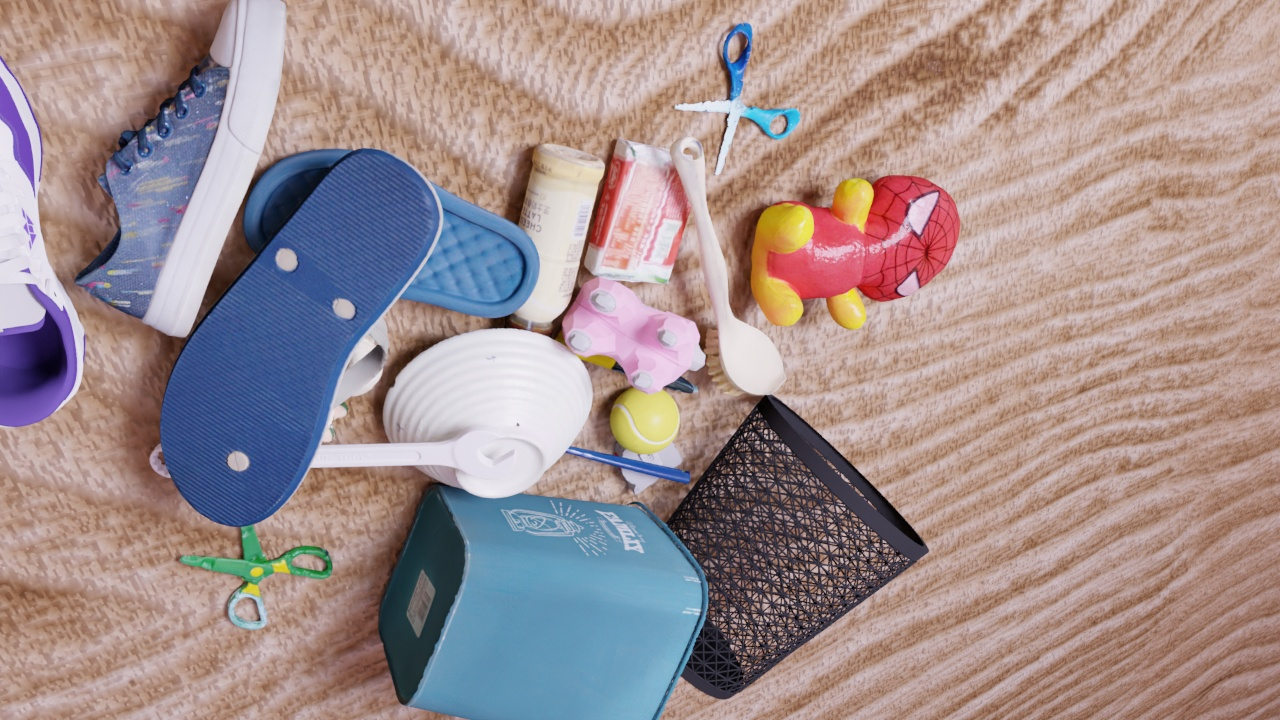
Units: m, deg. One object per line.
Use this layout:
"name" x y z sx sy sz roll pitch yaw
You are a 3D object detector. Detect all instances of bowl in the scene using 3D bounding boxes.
"bowl" -0.119 0.063 0.757 0.177 0.070 0.178 -10 134 -11

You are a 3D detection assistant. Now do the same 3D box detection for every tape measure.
"tape measure" 0.006 0.096 0.913 0.060 0.020 0.062 -35 128 -9

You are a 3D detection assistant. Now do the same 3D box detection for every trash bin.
"trash bin" -0.097 0.221 0.821 0.218 0.196 0.199 18 100 -30
"trash bin" 0.121 0.195 0.926 0.243 0.217 0.217 -47 129 9

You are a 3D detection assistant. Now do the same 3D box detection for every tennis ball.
"tennis ball" 0.004 0.055 0.860 0.065 0.065 0.065 -14 122 -23

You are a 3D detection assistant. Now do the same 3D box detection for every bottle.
"bottle" -0.075 -0.089 0.740 0.056 0.056 0.162 3 114 -32

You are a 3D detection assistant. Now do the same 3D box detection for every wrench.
"wrench" -0.232 0.073 0.699 0.273 0.009 0.047 -1 121 -3

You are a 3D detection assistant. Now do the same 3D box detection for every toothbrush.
"toothbrush" -0.034 0.089 0.870 0.189 0.016 0.017 18 102 -26

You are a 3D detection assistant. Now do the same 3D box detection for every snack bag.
"snack bag" 0.003 -0.124 0.778 0.077 0.036 0.116 4 114 -31

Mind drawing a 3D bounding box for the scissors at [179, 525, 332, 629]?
"scissors" -0.326 0.182 0.775 0.125 0.011 0.128 19 105 -37

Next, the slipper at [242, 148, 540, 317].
"slipper" -0.174 -0.087 0.666 0.213 0.059 0.104 14 106 -20

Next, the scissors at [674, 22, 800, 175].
"scissors" 0.085 -0.223 0.788 0.127 0.014 0.133 -8 124 -22

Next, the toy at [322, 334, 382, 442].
"toy" -0.241 0.004 0.699 0.087 0.050 0.112 9 117 -27

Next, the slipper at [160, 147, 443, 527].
"slipper" -0.236 -0.017 0.638 0.118 0.060 0.295 36 103 -7

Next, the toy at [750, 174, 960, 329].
"toy" 0.204 -0.109 0.864 0.216 0.098 0.148 -13 133 -22

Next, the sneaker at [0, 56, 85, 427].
"sneaker" -0.390 -0.066 0.535 0.091 0.111 0.245 -14 122 -23

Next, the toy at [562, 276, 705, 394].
"toy" -0.001 -0.022 0.790 0.123 0.157 0.067 31 100 2

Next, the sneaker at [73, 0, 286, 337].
"sneaker" -0.292 -0.126 0.580 0.079 0.087 0.236 18 109 -30

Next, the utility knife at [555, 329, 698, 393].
"utility knife" -0.005 0.005 0.852 0.174 0.029 0.020 21 109 -38

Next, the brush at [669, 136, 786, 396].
"brush" 0.069 -0.072 0.800 0.061 0.077 0.272 -53 137 -35
